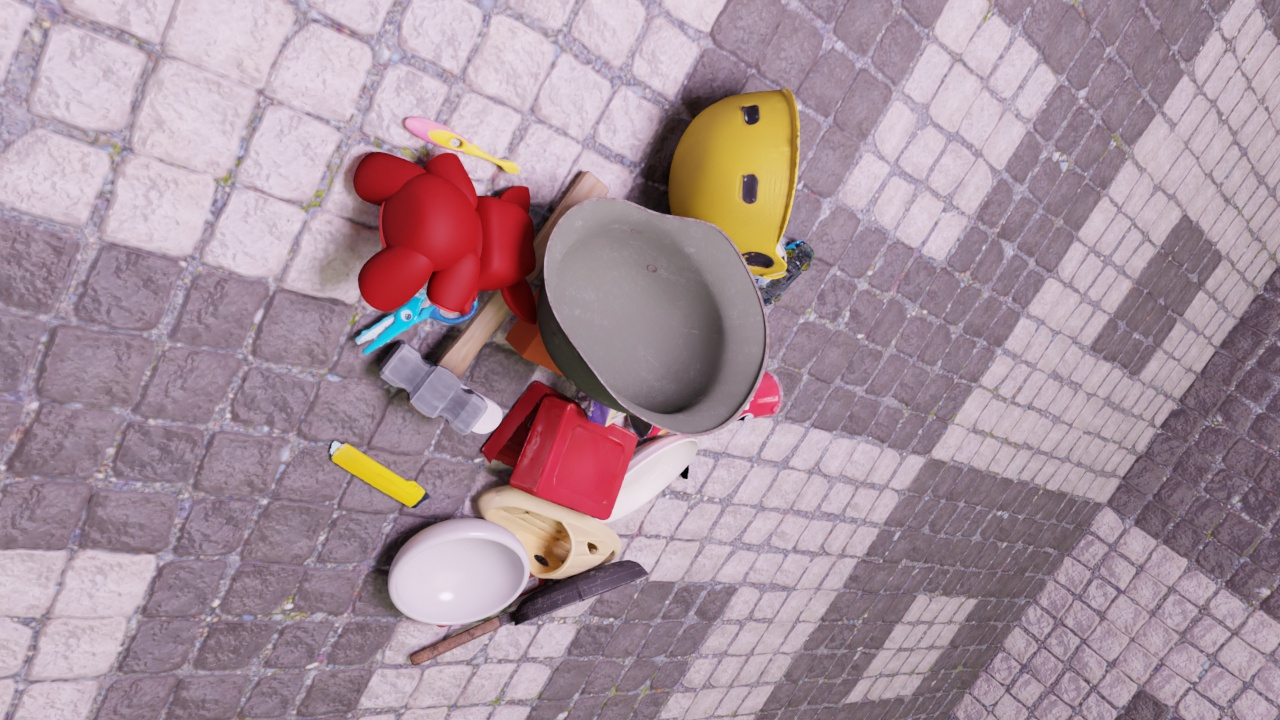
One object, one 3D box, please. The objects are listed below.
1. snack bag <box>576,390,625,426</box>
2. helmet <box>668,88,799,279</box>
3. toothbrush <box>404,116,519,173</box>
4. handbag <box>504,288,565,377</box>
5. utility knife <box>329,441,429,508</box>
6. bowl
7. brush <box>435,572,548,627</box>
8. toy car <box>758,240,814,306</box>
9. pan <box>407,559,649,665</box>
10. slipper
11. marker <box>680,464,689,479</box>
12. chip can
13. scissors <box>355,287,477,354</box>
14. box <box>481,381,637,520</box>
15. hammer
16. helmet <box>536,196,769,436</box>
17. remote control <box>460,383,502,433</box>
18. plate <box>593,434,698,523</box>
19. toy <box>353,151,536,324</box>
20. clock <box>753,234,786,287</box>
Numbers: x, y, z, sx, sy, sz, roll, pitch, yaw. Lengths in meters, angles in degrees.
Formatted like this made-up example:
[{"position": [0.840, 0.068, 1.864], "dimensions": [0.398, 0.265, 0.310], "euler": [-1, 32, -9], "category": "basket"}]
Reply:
[{"position": [-0.007, 0.007, 1.152], "dimensions": [0.204, 0.058, 0.096], "euler": [-27, 140, -58], "category": "snack bag"}, {"position": [0.099, -0.200, 1.025], "dimensions": [0.240, 0.140, 0.209], "euler": [56, 36, -81], "category": "helmet"}, {"position": [-0.179, -0.216, 0.926], "dimensions": [0.135, 0.016, 0.021], "euler": [17, 110, -41], "category": "toothbrush"}, {"position": [-0.068, -0.069, 1.083], "dimensions": [0.108, 0.060, 0.172], "euler": [29, 99, -46], "category": "handbag"}, {"position": [-0.306, 0.134, 1.076], "dimensions": [0.030, 0.017, 0.155], "euler": [-49, 138, -5], "category": "utility knife"}, {"position": [-0.233, 0.258, 1.171], "dimensions": [0.176, 0.066, 0.177], "euler": [-10, 130, -12], "category": "bowl"}, {"position": [-0.209, 0.323, 1.277], "dimensions": [0.172, 0.030, 0.041], "euler": [-18, 130, -30], "category": "brush"}, {"position": [0.194, -0.123, 1.271], "dimensions": [0.105, 0.032, 0.048], "euler": [-49, 138, 10], "category": "toy car"}, {"position": [-0.159, 0.352, 1.295], "dimensions": [0.356, 0.040, 0.208], "euler": [-18, 166, -9], "category": "pan"}, {"position": [-0.117, 0.246, 1.232], "dimensions": [0.111, 0.079, 0.261], "euler": [-22, 139, 25], "category": "slipper"}, {"position": [0.063, 0.127, 1.356], "dimensions": [0.016, 0.022, 0.139], "euler": [-17, 131, -12], "category": "marker"}, {"position": [0.092, 0.060, 1.294], "dimensions": [0.232, 0.073, 0.073], "euler": [-7, 123, -34], "category": "chip can"}, {"position": [-0.237, -0.044, 0.967], "dimensions": [0.140, 0.083, 0.015], "euler": [-41, -179, -9], "category": "scissors"}, {"position": [-0.090, 0.118, 1.162], "dimensions": [0.157, 0.122, 0.136], "euler": [31, 94, -46], "category": "box"}, {"position": [-0.147, -0.074, 1.015], "dimensions": [0.117, 0.051, 0.322], "euler": [39, 86, -20], "category": "hammer"}, {"position": [-0.014, -0.043, 0.969], "dimensions": [0.268, 0.154, 0.226], "euler": [46, 61, -22], "category": "helmet"}, {"position": [-0.216, 0.051, 1.088], "dimensions": [0.043, 0.013, 0.136], "euler": [-51, 137, 4], "category": "remote control"}, {"position": [0.000, 0.159, 1.290], "dimensions": [0.182, 0.034, 0.183], "euler": [-33, 158, -15], "category": "plate"}, {"position": [-0.182, -0.120, 0.915], "dimensions": [0.197, 0.121, 0.158], "euler": [7, 73, -53], "category": "toy"}, {"position": [0.147, -0.154, 1.197], "dimensions": [0.090, 0.052, 0.130], "euler": [-6, 124, -35], "category": "clock"}]
